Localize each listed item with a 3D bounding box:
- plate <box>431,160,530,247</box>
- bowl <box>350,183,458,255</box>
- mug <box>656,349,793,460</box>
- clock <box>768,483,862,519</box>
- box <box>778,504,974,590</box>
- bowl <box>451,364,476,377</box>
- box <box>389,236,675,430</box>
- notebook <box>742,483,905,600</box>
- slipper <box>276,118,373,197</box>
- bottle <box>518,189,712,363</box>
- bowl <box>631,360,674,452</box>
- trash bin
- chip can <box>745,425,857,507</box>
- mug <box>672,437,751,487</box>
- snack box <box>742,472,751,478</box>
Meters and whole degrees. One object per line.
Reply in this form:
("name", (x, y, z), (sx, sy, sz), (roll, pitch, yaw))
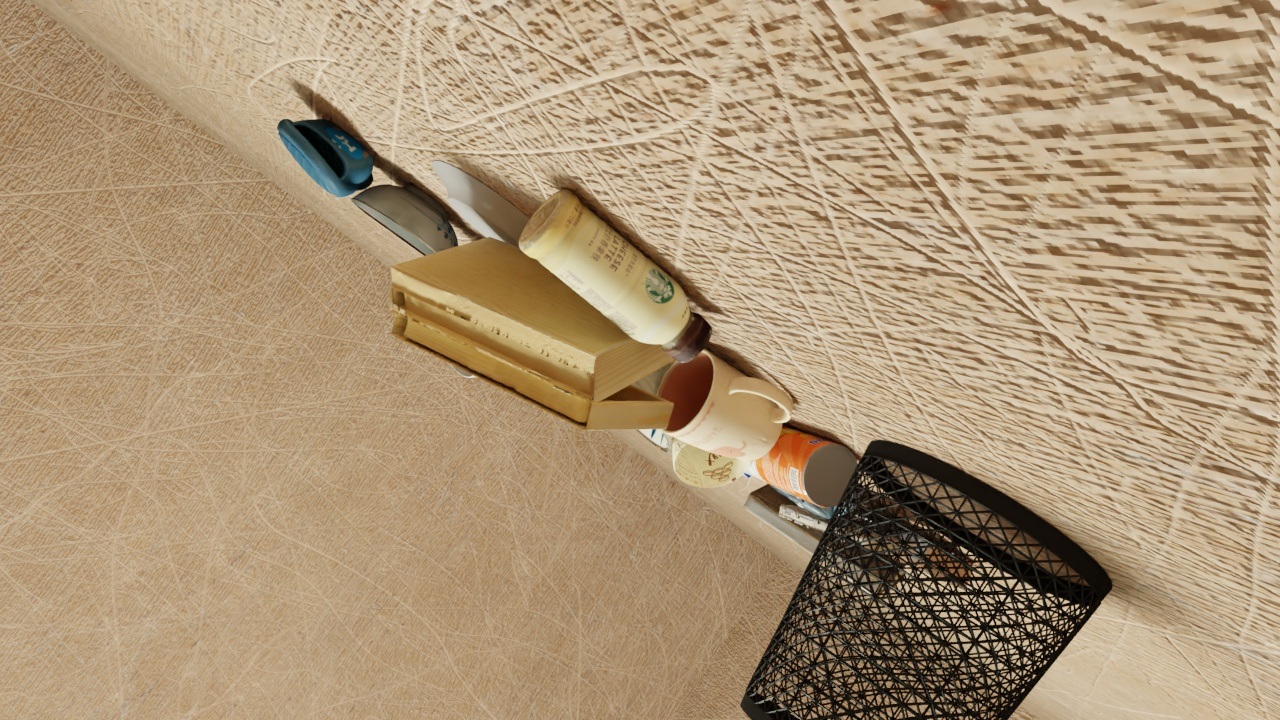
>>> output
("plate", (-0.144, -0.136, 0.924), (0.173, 0.019, 0.173), (34, 172, 5))
("bowl", (-0.274, -0.173, 1.117), (0.151, 0.056, 0.151), (33, 172, 5))
("mug", (0.087, 0.044, 0.852), (0.104, 0.085, 0.112), (29, 148, -33))
("clock", (0.200, 0.145, 1.047), (0.124, 0.051, 0.089), (35, 171, -6))
("box", (0.265, 0.209, 1.073), (0.154, 0.058, 0.217), (23, 176, -14))
("bowl", (-0.204, -0.049, 1.154), (0.132, 0.064, 0.132), (32, 131, 46))
("box", (-0.098, -0.012, 0.824), (0.249, 0.140, 0.123), (22, 125, 33))
("notebook", (0.244, 0.234, 1.207), (0.215, 0.034, 0.189), (33, -164, 22))
("slipper", (-0.355, -0.241, 1.060), (0.104, 0.059, 0.213), (46, -175, -10))
("bottle", (-0.014, -0.059, 0.700), (0.162, 0.056, 0.056), (38, 172, -23))
("bowl", (-0.006, 0.006, 0.948), (0.177, 0.070, 0.177), (46, 168, 12))
("trash bin", (0.217, 0.228, 0.754), (0.217, 0.243, 0.217), (35, 173, 5))
("chip can", (0.143, 0.099, 0.963), (0.062, 0.062, 0.210), (38, 172, -20))
("mug", (0.064, 0.057, 0.958), (0.097, 0.081, 0.122), (-99, -6, -50))
("snack box", (0.053, 0.061, 1.143), (0.226, 0.059, 0.059), (33, 175, 25))
